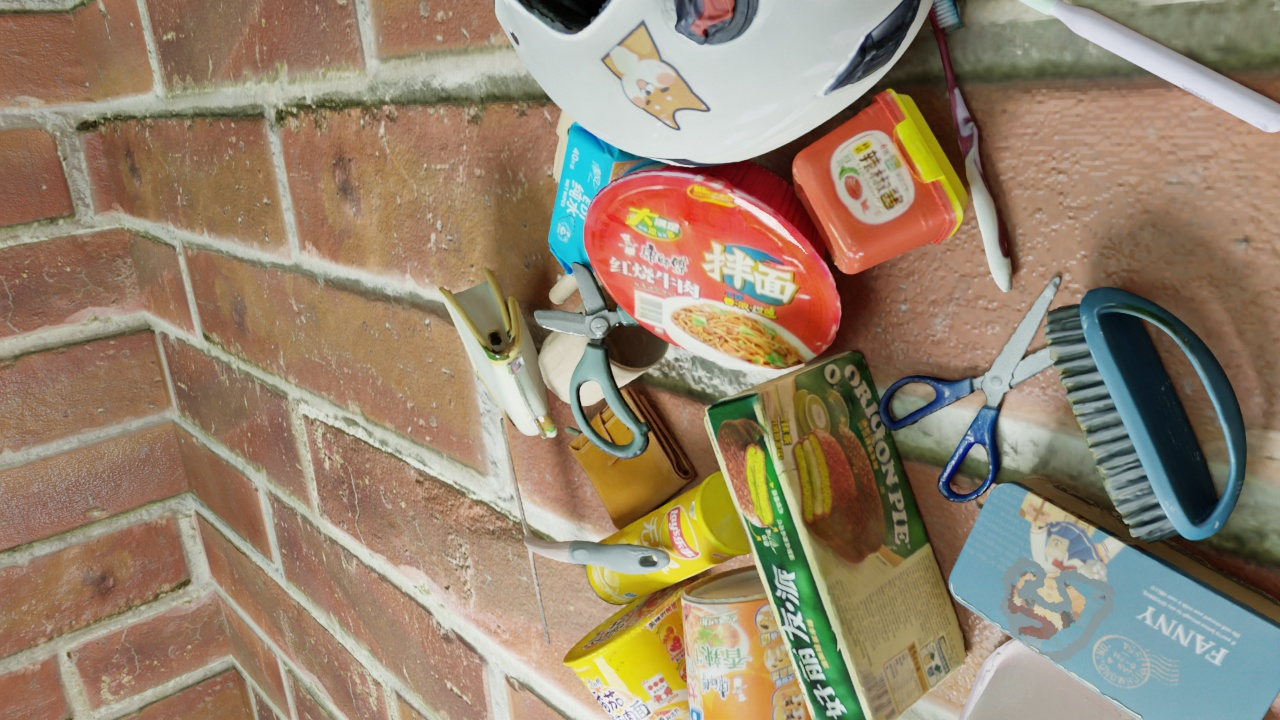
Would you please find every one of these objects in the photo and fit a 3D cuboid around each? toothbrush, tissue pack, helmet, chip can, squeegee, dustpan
[{"bbox_3d":[0.242,-0.166,0.477,0.189,0.029,0.021,42,96,30],"label":"toothbrush"},{"bbox_3d":[-0.017,-0.136,0.744,0.063,0.089,0.140,44,135,29],"label":"tissue pack"},{"bbox_3d":[0.060,-0.203,0.539,0.275,0.229,0.157,-6,125,32],"label":"helmet"},{"bbox_3d":[0.199,-0.132,0.547,0.017,0.016,0.187,-12,95,42],"label":"toothbrush"},{"bbox_3d":[0.028,0.167,0.834,0.214,0.071,0.072,-41,73,51],"label":"chip can"},{"bbox_3d":[-0.061,0.176,0.861,0.250,0.040,0.247,-6,96,53],"label":"squeegee"},{"bbox_3d":[0.309,0.310,0.608,0.223,0.138,0.274,31,155,38],"label":"dustpan"}]

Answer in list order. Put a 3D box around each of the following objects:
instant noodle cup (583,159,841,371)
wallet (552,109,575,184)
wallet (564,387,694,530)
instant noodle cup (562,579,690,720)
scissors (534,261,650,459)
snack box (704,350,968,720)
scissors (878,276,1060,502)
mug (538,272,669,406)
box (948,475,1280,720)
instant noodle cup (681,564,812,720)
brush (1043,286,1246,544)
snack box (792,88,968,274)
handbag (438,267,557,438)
[{"bbox_3d":[0.057,-0.077,0.653,0.194,0.065,0.194,21,149,13],"label":"instant noodle cup"},{"bbox_3d":[-0.041,-0.193,0.804,0.087,0.024,0.115,39,133,27],"label":"wallet"},{"bbox_3d":[-0.015,0.091,0.887,0.119,0.035,0.131,54,140,10],"label":"wallet"},{"bbox_3d":[0.013,0.289,0.862,0.110,0.137,0.138,57,140,5],"label":"instant noodle cup"},{"bbox_3d":[-0.004,0.004,0.749,0.019,0.170,0.180,-82,-3,-75],"label":"scissors"},{"bbox_3d":[0.139,0.123,0.646,0.063,0.114,0.240,-21,89,53],"label":"snack box"},{"bbox_3d":[0.223,0.027,0.587,0.166,0.012,0.157,-5,99,50],"label":"scissors"},{"bbox_3d":[-0.042,-0.031,0.828,0.104,0.084,0.124,-36,68,52],"label":"mug"},{"bbox_3d":[0.275,0.142,0.521,0.184,0.059,0.090,30,110,41],"label":"box"},{"bbox_3d":[0.101,0.226,0.720,0.152,0.151,0.111,-14,86,52],"label":"instant noodle cup"},{"bbox_3d":[0.275,0.026,0.489,0.074,0.055,0.144,-28,83,49],"label":"brush"},{"bbox_3d":[0.143,-0.104,0.562,0.080,0.082,0.091,-28,80,8],"label":"snack box"},{"bbox_3d":[-0.120,0.012,0.904,0.178,0.063,0.163,53,166,30],"label":"handbag"}]
